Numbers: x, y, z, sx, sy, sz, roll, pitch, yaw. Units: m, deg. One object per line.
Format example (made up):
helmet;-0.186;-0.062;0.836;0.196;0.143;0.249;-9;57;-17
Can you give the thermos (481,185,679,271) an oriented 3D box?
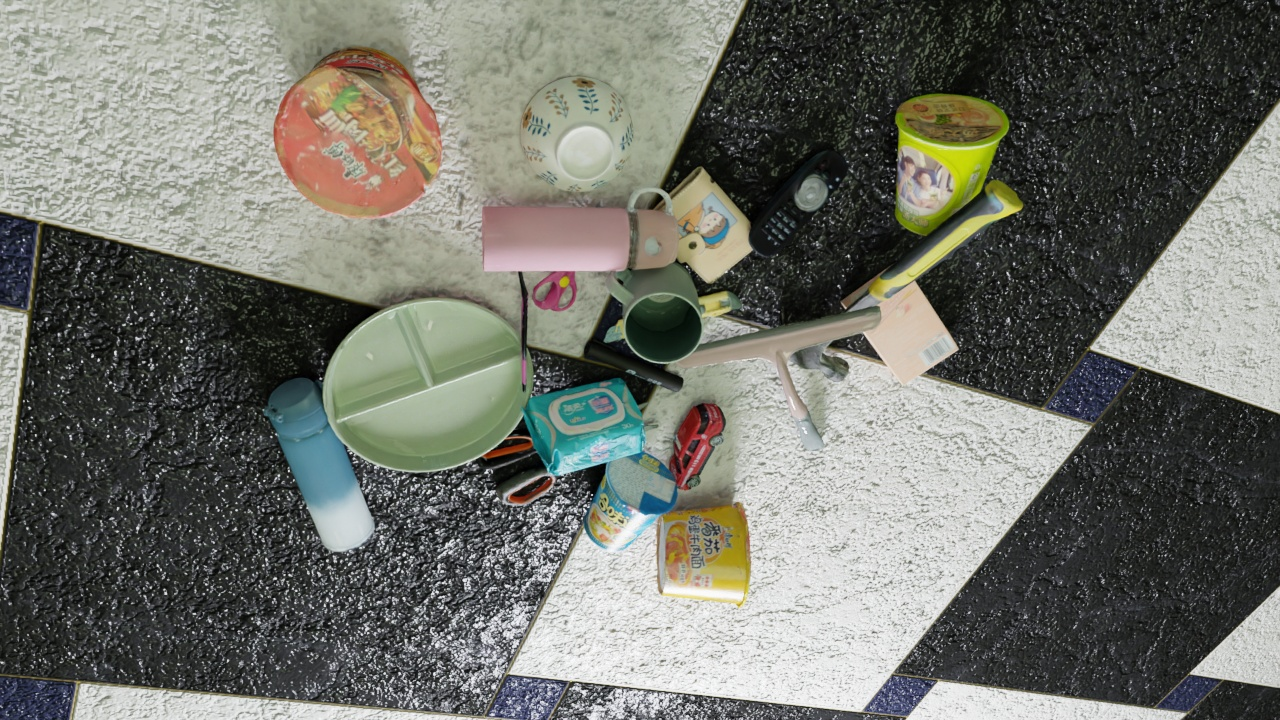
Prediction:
thermos;-0.061;-0.133;0.933;0.198;0.067;0.087;-2;112;-9

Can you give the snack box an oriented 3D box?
snack box;0.320;-0.043;1.127;0.084;0.026;0.157;-36;124;12

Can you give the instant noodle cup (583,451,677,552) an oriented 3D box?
instant noodle cup;-0.021;0.184;1.159;0.099;0.099;0.110;14;132;-22

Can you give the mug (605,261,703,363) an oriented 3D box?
mug;0.010;-0.064;0.984;0.111;0.106;0.082;31;114;-18

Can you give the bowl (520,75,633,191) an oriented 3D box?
bowl;-0.058;-0.213;0.896;0.113;0.062;0.114;-7;125;-11

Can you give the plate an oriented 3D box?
plate;-0.235;0.027;1.026;0.230;0.027;0.231;-10;125;-14

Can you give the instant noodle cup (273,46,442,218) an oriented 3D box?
instant noodle cup;-0.249;-0.210;0.821;0.138;0.108;0.138;-7;125;-10

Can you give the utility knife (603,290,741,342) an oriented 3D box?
utility knife;0.036;-0.051;1.062;0.166;0.018;0.031;-14;116;1

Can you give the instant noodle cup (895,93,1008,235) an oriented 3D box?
instant noodle cup;0.319;-0.202;0.976;0.111;0.111;0.124;-10;134;-7

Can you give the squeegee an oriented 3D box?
squeegee;0.194;0.052;1.133;0.248;0.040;0.250;-13;138;17

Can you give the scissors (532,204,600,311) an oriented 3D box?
scissors;-0.074;-0.110;0.991;0.056;0.017;0.133;11;118;-37

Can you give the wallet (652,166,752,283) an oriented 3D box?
wallet;0.068;-0.143;1.000;0.087;0.024;0.115;-42;124;9

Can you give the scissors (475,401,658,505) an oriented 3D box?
scissors;-0.097;0.102;1.126;0.189;0.021;0.230;33;111;-30

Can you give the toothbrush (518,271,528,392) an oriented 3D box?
toothbrush;-0.124;-0.052;1.000;0.017;0.014;0.189;-7;114;-21

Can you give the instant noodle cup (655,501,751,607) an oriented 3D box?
instant noodle cup;0.079;0.256;1.214;0.110;0.137;0.138;2;124;-5

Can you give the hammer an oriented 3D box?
hammer;0.276;-0.086;1.019;0.126;0.031;0.324;24;136;-22

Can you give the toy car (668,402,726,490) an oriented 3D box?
toy car;0.066;0.108;1.153;0.045;0.053;0.121;12;117;-20

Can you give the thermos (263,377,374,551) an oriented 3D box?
thermos;-0.363;0.120;1.048;0.070;0.070;0.221;-11;125;-7

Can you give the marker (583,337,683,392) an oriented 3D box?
marker;-0.006;0.006;1.086;0.132;0.020;0.022;23;86;-25

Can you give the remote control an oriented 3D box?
remote control;0.168;-0.173;0.999;0.053;0.024;0.136;35;103;-32

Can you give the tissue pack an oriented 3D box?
tissue pack;-0.066;0.074;1.057;0.133;0.093;0.050;-14;135;-21
